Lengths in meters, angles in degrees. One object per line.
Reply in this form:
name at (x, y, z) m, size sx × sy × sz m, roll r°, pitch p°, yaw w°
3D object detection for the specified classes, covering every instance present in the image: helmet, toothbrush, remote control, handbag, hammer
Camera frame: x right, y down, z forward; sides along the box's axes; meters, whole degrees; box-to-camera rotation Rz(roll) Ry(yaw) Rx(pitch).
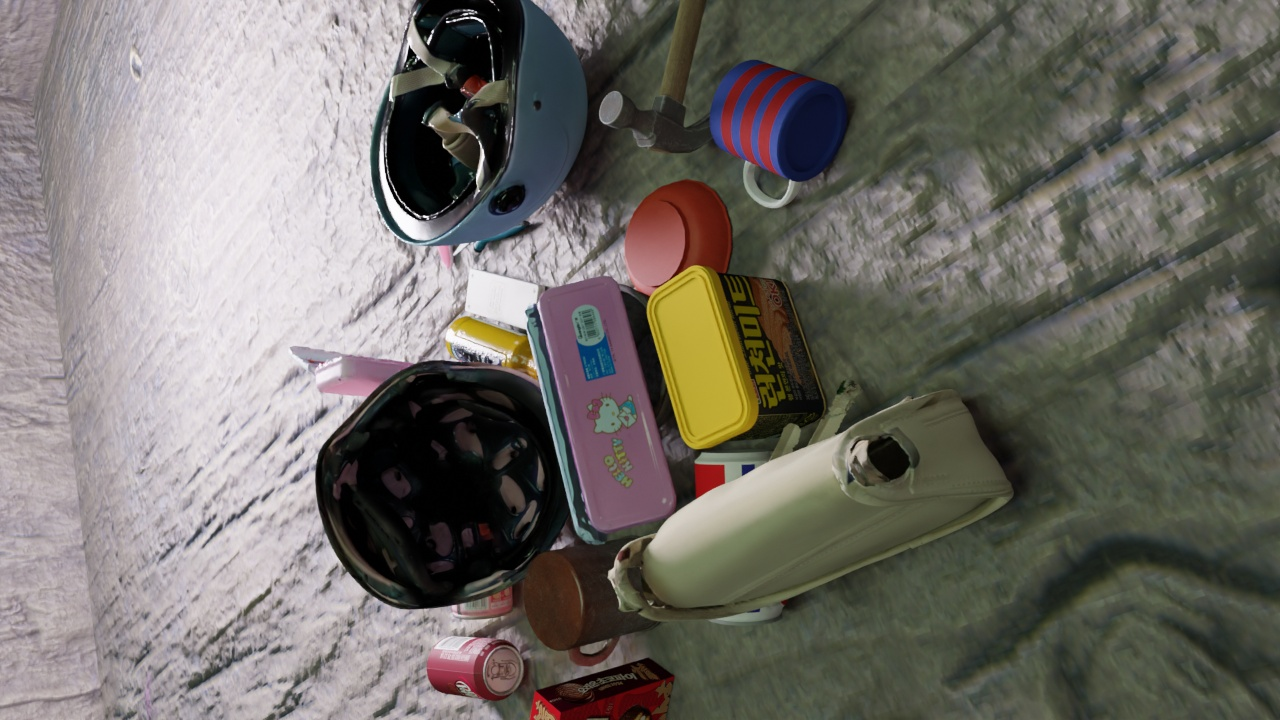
helmet at (-0.180, 0.123, 0.921) m, size 0.255 × 0.152 × 0.230 m, roll -37°, pitch 83°, yaw -6°
toothbrush at (-0.244, -0.175, 1.119) m, size 0.022 × 0.016 × 0.135 m, roll -19°, pitch 75°, yaw 39°
remote control at (-0.153, -0.069, 1.026) m, size 0.136 × 0.011 × 0.050 m, roll 17°, pitch 102°, yaw 45°
handbag at (0.104, 0.083, 0.617) m, size 0.230 × 0.183 × 0.132 m, roll -37°, pitch 64°, yaw 29°
helmet at (-0.155, -0.229, 0.914) m, size 0.266 × 0.166 × 0.225 m, roll -53°, pitch 55°, yaw 21°
hammer at (0.049, -0.334, 0.764) m, size 0.031 × 0.119 × 0.331 m, roll 10°, pitch 87°, yaw 46°

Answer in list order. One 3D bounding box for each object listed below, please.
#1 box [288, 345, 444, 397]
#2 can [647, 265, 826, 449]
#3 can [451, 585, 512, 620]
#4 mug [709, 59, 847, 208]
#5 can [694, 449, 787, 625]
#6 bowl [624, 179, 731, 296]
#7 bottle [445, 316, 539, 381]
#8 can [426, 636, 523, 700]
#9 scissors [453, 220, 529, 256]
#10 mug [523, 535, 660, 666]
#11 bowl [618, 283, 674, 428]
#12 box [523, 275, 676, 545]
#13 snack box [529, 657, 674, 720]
box at (-0.266, 0.022, 1.006) m, size 0.156 × 0.201 × 0.059 m, roll 2°, pitch 83°, yaw 46°
can at (0.077, -0.002, 0.719) m, size 0.073 × 0.100 × 0.130 m, roll -31°, pitch 68°, yaw 42°
can at (-0.174, 0.239, 1.004) m, size 0.067 × 0.067 × 0.076 m, roll -6°, pitch 86°, yaw 46°
mug at (0.107, -0.171, 0.720) m, size 0.076 × 0.074 × 0.112 m, roll 36°, pitch 141°, yaw 41°
can at (0.080, 0.139, 0.736) m, size 0.070 × 0.070 × 0.132 m, roll -5°, pitch 86°, yaw 46°
bowl at (0.025, -0.103, 0.823) m, size 0.122 × 0.035 × 0.122 m, roll -1°, pitch 89°, yaw 46°
bottle at (-0.138, -0.005, 0.980) m, size 0.186 × 0.053 × 0.053 m, roll 18°, pitch 102°, yaw 45°
can at (-0.184, 0.340, 1.016) m, size 0.114 × 0.063 × 0.063 m, roll -15°, pitch 79°, yaw 45°
scissors at (-0.170, -0.157, 1.039) m, size 0.120 × 0.019 × 0.151 m, roll 46°, pitch 123°, yaw 33°
mug at (-0.044, 0.227, 0.841) m, size 0.096 × 0.110 × 0.123 m, roll 20°, pitch 103°, yaw 50°
bowl at (-0.005, 0.005, 0.830) m, size 0.145 × 0.067 × 0.145 m, roll -1°, pitch 89°, yaw 46°
box at (-0.036, 0.046, 0.788) m, size 0.092 × 0.090 × 0.214 m, roll 84°, pitch 171°, yaw -74°
snack box at (-0.043, 0.356, 0.818) m, size 0.036 × 0.132 × 0.152 m, roll 21°, pitch 105°, yaw 45°
